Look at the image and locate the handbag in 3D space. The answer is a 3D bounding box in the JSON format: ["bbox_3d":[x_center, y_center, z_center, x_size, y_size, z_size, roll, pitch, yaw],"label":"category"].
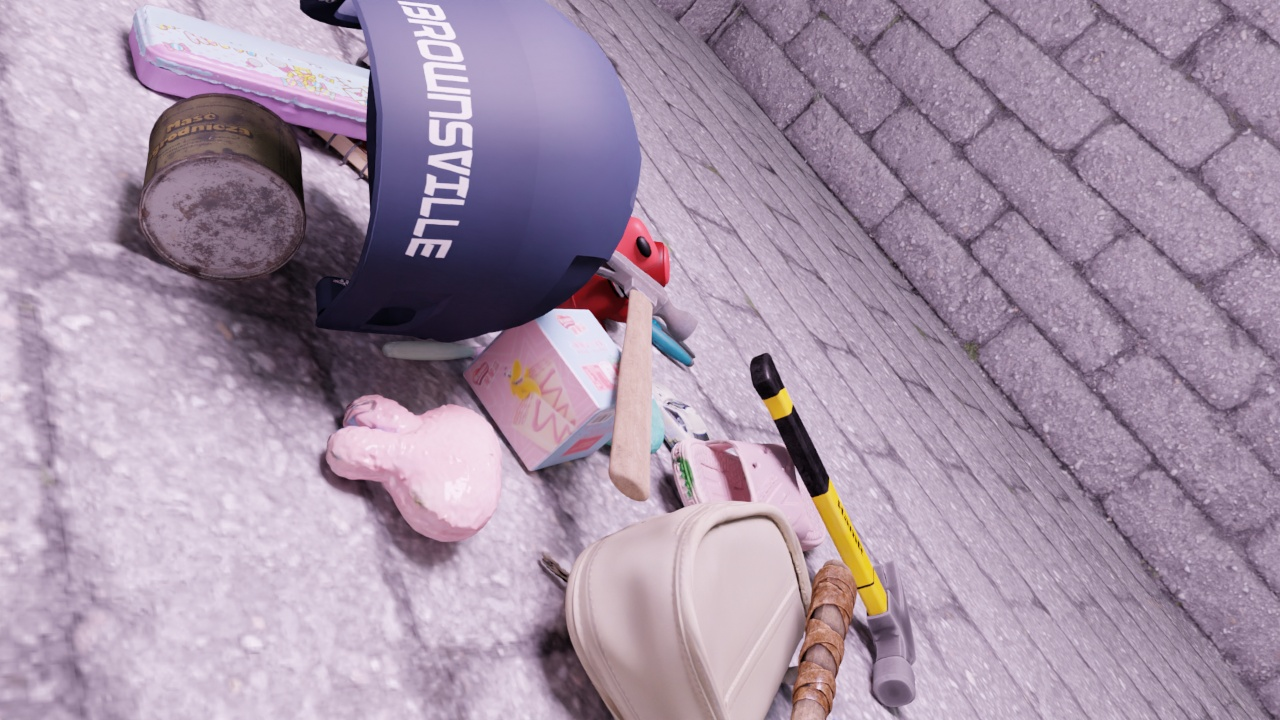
[{"bbox_3d":[0.033,0.181,0.608,0.228,0.132,0.184,-26,98,-63],"label":"handbag"}]

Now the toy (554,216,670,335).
[{"bbox_3d":[-0.042,-0.099,0.889,0.196,0.121,0.158,-72,140,-60],"label":"toy"}]

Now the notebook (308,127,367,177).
[{"bbox_3d":[-0.193,-0.167,0.857,0.225,0.024,0.167,41,22,-11],"label":"notebook"}]

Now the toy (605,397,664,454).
[{"bbox_3d":[-0.014,0.045,0.793,0.085,0.033,0.105,41,27,-14],"label":"toy"}]

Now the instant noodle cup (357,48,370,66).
[{"bbox_3d":[-0.211,-0.317,0.977,0.122,0.124,0.123,45,21,-27],"label":"instant noodle cup"}]

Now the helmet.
[{"bbox_3d":[-0.120,-0.129,0.612,0.222,0.273,0.232,-4,94,-40],"label":"helmet"}]

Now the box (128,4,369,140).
[{"bbox_3d":[-0.285,-0.224,0.731,0.213,0.033,0.076,5,45,-42],"label":"box"}]

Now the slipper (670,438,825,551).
[{"bbox_3d":[0.117,0.123,0.827,0.239,0.065,0.094,24,46,-49],"label":"slipper"}]

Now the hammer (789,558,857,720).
[{"bbox_3d":[0.092,0.223,0.529,0.317,0.049,0.121,-53,133,-58],"label":"hammer"}]

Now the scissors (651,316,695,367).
[{"bbox_3d":[0.003,-0.046,1.001,0.137,0.019,0.136,8,40,-54],"label":"scissors"}]

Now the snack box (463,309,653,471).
[{"bbox_3d":[-0.061,0.020,0.695,0.094,0.080,0.092,53,22,14],"label":"snack box"}]

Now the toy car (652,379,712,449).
[{"bbox_3d":[0.034,0.057,0.861,0.105,0.033,0.048,50,25,14],"label":"toy car"}]

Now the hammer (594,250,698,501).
[{"bbox_3d":[-0.004,0.004,0.695,0.119,0.031,0.330,41,23,-17],"label":"hammer"}]

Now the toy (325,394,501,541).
[{"bbox_3d":[-0.132,0.058,0.550,0.105,0.053,0.108,27,27,-15],"label":"toy"}]

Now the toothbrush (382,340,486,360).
[{"bbox_3d":[-0.138,-0.008,0.694,0.022,0.015,0.154,17,9,27],"label":"toothbrush"}]

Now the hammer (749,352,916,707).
[{"bbox_3d":[0.174,0.137,0.827,0.324,0.034,0.169,62,22,-14],"label":"hammer"}]

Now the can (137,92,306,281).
[{"bbox_3d":[-0.253,-0.106,0.561,0.089,0.090,0.074,26,30,-39],"label":"can"}]
